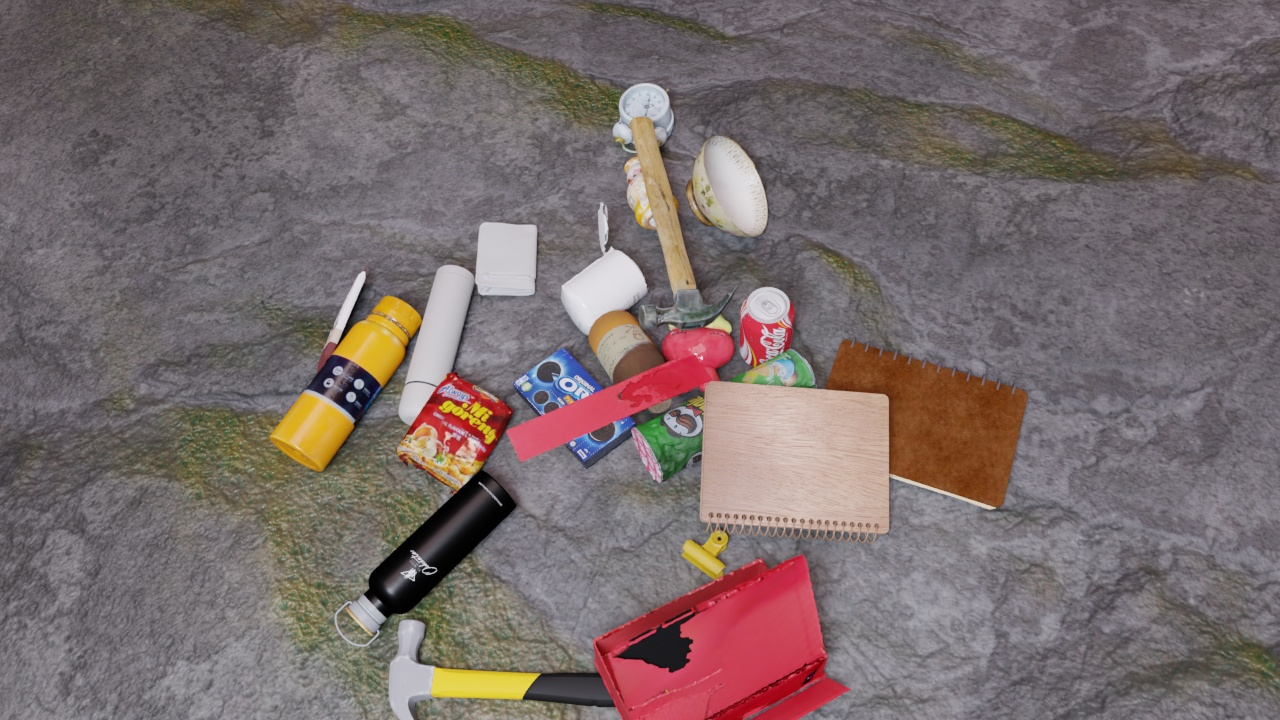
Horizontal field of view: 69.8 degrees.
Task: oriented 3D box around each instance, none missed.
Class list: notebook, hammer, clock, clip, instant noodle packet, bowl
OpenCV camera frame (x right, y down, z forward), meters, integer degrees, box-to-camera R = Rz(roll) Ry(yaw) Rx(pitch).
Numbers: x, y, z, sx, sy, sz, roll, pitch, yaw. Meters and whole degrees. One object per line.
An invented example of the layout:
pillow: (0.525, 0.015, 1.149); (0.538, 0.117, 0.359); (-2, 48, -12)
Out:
notebook: (0.174, 0.115, 1.033); (0.210, 0.022, 0.169); (4, 76, -4)
hammer: (-0.108, 0.344, 0.968); (0.324, 0.029, 0.126); (1, 59, 5)
clock: (0.005, -0.352, 1.358); (0.083, 0.057, 0.117); (8, 67, 10)
clip: (0.079, 0.212, 1.027); (0.054, 0.044, 0.049); (33, 92, 24)
notebook: (0.329, 0.069, 1.091); (0.225, 0.024, 0.167); (17, 64, 15)
hammer: (0.035, -0.187, 1.200); (0.132, 0.033, 0.330); (-5, 63, -15)
instant noodle packet: (-0.223, 0.088, 1.106); (0.098, 0.040, 0.135); (34, 63, -10)
bowl: (0.108, -0.226, 1.249); (0.063, 0.145, 0.145); (-22, 51, 36)

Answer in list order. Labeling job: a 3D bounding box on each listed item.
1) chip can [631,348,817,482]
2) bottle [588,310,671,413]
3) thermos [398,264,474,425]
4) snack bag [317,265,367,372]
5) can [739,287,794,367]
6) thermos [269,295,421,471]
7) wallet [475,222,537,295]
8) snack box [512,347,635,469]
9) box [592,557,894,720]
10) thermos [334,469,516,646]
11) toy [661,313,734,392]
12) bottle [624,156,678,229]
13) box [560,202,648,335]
chip can: (0.103, 0.064, 1.087); (0.223, 0.075, 0.075); (-26, 60, -11)
bottle: (-0.007, 0.006, 1.112); (0.067, 0.068, 0.157); (-24, 42, -9)
thermos: (-0.262, -0.019, 1.184); (0.052, 0.052, 0.223); (4, 60, 7)
snack bag: (-0.398, -0.052, 1.220); (0.013, 0.057, 0.157); (26, 59, -21)
can: (0.154, -0.039, 1.125); (0.064, 0.105, 0.064); (-2, 59, 4)
thermos: (-0.370, 0.021, 1.158); (0.091, 0.076, 0.232); (20, 63, 20)
wallet: (-0.184, -0.137, 1.264); (0.086, 0.032, 0.116); (5, 57, -4)
snack box: (-0.081, 0.057, 1.136); (0.082, 0.027, 0.150); (-38, 63, -17)
box: (0.144, 0.368, 0.780); (0.215, 0.141, 0.510); (-21, 34, -16)
thermos: (-0.244, 0.224, 1.031); (0.061, 0.061, 0.230); (37, 69, 24)
toy: (0.072, -0.014, 1.153); (0.092, 0.045, 0.134); (4, 54, 10)
bottle: (0.011, -0.236, 1.282); (0.063, 0.063, 0.109); (-18, 61, -6)
box: (-0.058, -0.121, 1.200); (0.137, 0.083, 0.143); (-37, 75, -17)
